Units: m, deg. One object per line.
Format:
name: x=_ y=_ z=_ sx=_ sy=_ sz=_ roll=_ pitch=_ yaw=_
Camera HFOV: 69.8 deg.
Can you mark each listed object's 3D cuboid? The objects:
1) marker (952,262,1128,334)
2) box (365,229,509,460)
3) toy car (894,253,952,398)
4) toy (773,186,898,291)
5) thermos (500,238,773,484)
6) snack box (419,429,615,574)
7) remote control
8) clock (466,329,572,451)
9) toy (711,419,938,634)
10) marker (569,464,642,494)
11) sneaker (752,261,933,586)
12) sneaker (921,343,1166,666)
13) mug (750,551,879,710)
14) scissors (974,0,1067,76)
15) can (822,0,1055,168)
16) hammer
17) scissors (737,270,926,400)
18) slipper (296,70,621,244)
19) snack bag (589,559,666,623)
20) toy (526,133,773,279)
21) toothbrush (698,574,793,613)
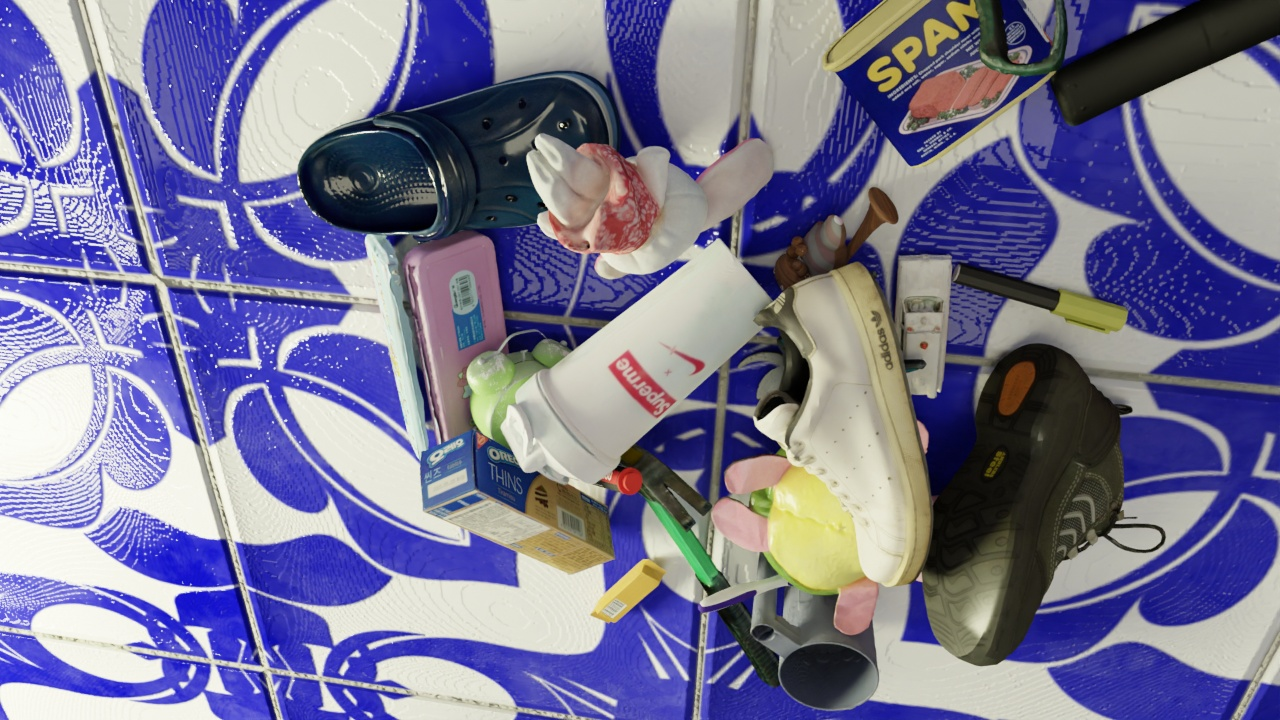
marker: x=0.290 y=-0.046 z=0.670 sx=0.124 sy=0.017 sz=0.021 roll=16 pitch=122 yaw=3
box: x=-0.172 y=-0.009 z=0.770 sx=0.093 sy=0.089 sz=0.214 roll=27 pitch=132 yaw=41
toy car: x=0.210 y=-0.023 z=0.686 sx=0.039 sy=0.039 sz=0.113 roll=0 pitch=120 yaw=11
toy: x=0.136 y=-0.080 z=0.667 sx=0.054 sy=0.041 sz=0.102 roll=11 pitch=133 yaw=-22
thermos: x=-0.004 y=0.004 z=0.687 sx=0.220 sy=0.099 sz=0.099 roll=-41 pitch=107 yaw=9
snack box: x=-0.097 y=0.123 z=0.769 sx=0.056 sy=0.057 sz=0.206 roll=-23 pitch=145 yaw=20
remote control: x=0.337 y=-0.195 z=0.570 sx=0.152 sy=0.020 sz=0.041 roll=-23 pitch=112 yaw=24
clock: x=-0.096 y=0.029 z=0.754 sx=0.094 sy=0.042 sz=0.119 roll=-15 pitch=123 yaw=-30
toy: x=0.180 y=0.130 z=0.756 sx=0.238 sy=0.087 sz=0.190 roll=11 pitch=99 yaw=-2
marker: x=-0.039 y=0.091 z=0.760 sx=0.145 sy=0.021 sz=0.023 roll=0 pitch=111 yaw=63
sneaker: x=0.137 y=0.057 z=0.650 sx=0.102 sy=0.089 sz=0.241 roll=-14 pitch=103 yaw=-2
sneaker: x=0.305 y=0.120 z=0.690 sx=0.143 sy=0.101 sz=0.237 roll=24 pitch=82 yaw=-21
mug: x=0.150 y=0.229 z=0.811 sx=0.124 sy=0.103 sz=0.084 roll=35 pitch=121 yaw=-10
scissors: x=0.149 y=-0.236 z=0.537 sx=0.202 sy=0.015 sz=0.201 roll=-20 pitch=81 yaw=31
can: x=0.190 y=-0.192 z=0.580 sx=0.116 sy=0.056 sz=0.092 roll=-36 pitch=109 yaw=27
hammer: x=0.060 y=0.191 z=0.823 sx=0.130 sy=0.032 sz=0.319 roll=21 pitch=148 yaw=54
scissors: x=0.144 y=-0.014 z=0.701 sx=0.156 sy=0.019 sz=0.125 roll=12 pitch=118 yaw=27
slipper: x=-0.136 y=-0.133 z=0.659 sx=0.253 sy=0.095 sz=0.105 roll=-6 pitch=116 yaw=17
snack bag: x=-0.012 y=0.224 z=0.888 sx=0.026 sy=0.020 sz=0.099 roll=33 pitch=121 yaw=-15
toy: x=-0.005 y=-0.102 z=0.613 sx=0.159 sy=0.193 sz=0.084 roll=-35 pitch=71 yaw=28
toothbrush: x=0.133 y=0.184 z=0.786 sx=0.186 sy=0.015 sz=0.016 roll=-11 pitch=122 yaw=-21
